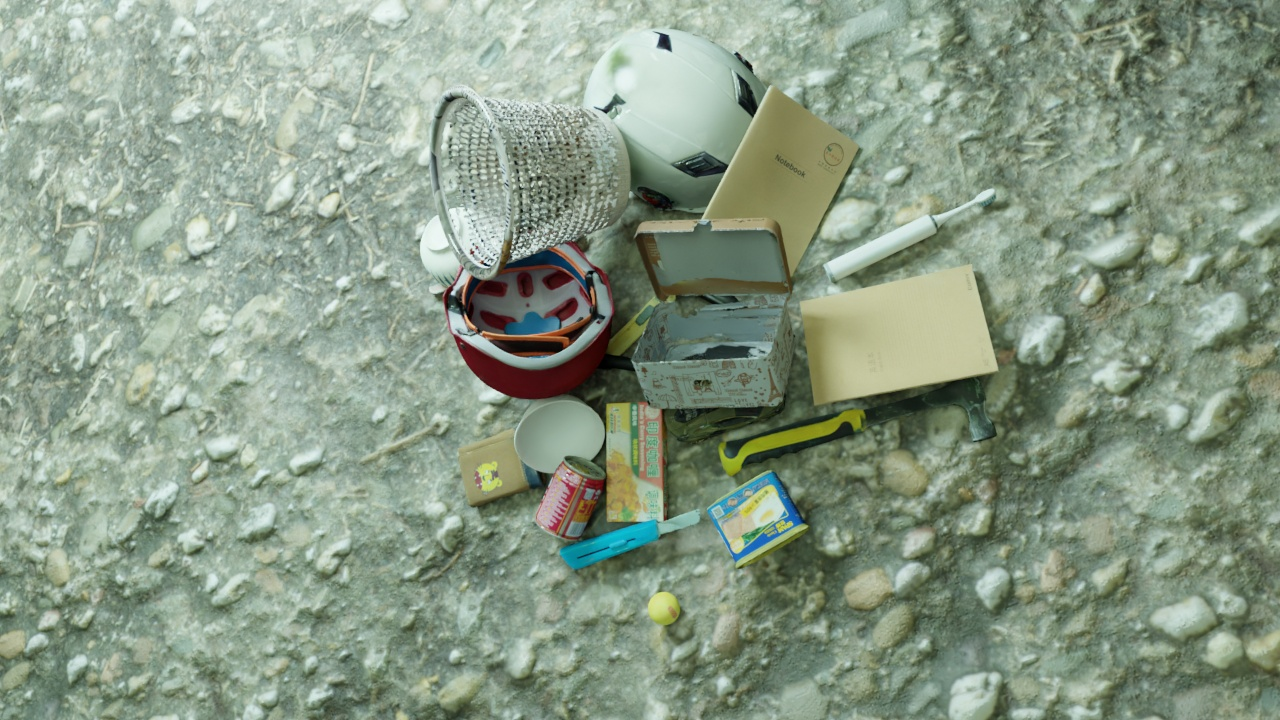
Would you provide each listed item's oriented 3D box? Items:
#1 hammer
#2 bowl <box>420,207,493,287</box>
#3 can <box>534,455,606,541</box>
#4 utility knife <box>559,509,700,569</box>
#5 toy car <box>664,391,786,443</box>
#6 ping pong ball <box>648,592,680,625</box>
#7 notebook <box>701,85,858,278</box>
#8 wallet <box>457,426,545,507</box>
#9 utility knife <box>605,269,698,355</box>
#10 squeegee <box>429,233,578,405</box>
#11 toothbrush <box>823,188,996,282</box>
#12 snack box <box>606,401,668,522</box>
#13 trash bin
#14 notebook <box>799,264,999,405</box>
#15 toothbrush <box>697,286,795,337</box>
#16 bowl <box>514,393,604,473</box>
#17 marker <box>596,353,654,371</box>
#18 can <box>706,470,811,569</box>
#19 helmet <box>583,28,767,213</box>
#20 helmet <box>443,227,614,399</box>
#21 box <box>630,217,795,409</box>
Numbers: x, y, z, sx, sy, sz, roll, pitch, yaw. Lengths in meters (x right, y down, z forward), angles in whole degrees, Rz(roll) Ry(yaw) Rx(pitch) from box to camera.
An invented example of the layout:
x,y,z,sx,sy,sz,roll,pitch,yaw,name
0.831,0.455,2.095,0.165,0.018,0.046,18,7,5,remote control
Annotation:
x,y,z,sx,sy,sz,roll,pitch,yaw,name
0.252,0.074,1.121,0.324,0.032,0.126,-17,77,15,hammer
-0.263,-0.167,1.295,0.117,0.066,0.116,-8,66,19,bowl
-0.090,0.177,1.188,0.066,0.066,0.094,28,101,20,can
-0.012,0.226,1.171,0.205,0.018,0.034,-23,95,22,utility knife
0.107,0.055,1.166,0.158,0.042,0.070,-20,76,11,toy car
0.030,0.311,1.150,0.040,0.040,0.040,-3,80,17,ping pong ball
0.173,-0.216,1.154,0.147,0.008,0.207,27,91,-21,notebook
-0.191,0.144,1.254,0.115,0.033,0.090,-20,77,18,wallet
0.010,-0.062,1.232,0.206,0.021,0.031,-44,77,2,utility knife
-0.167,-0.038,1.270,0.248,0.040,0.249,-19,77,13,squeegee
0.332,-0.156,1.133,0.221,0.026,0.026,-26,53,12,toothbrush
-0.005,0.132,1.196,0.077,0.027,0.155,-3,81,16,snack box
-0.128,-0.226,1.125,0.227,0.191,0.228,31,128,50,trash bin
0.305,-0.030,1.103,0.212,0.012,0.149,-12,58,17,notebook
0.105,-0.079,1.191,0.213,0.026,0.027,31,98,13,toothbrush
-0.111,0.084,1.211,0.118,0.118,0.064,-35,35,10,bowl
-0.007,0.007,1.214,0.132,0.020,0.022,7,108,14,marker
0.143,0.194,1.124,0.102,0.057,0.083,-32,71,10,can
0.042,-0.324,1.184,0.274,0.156,0.230,35,93,20,helmet
-0.140,-0.048,1.180,0.207,0.144,0.239,-10,48,-8,helmet
0.084,-0.064,1.096,0.183,0.194,0.156,-2,40,21,box
